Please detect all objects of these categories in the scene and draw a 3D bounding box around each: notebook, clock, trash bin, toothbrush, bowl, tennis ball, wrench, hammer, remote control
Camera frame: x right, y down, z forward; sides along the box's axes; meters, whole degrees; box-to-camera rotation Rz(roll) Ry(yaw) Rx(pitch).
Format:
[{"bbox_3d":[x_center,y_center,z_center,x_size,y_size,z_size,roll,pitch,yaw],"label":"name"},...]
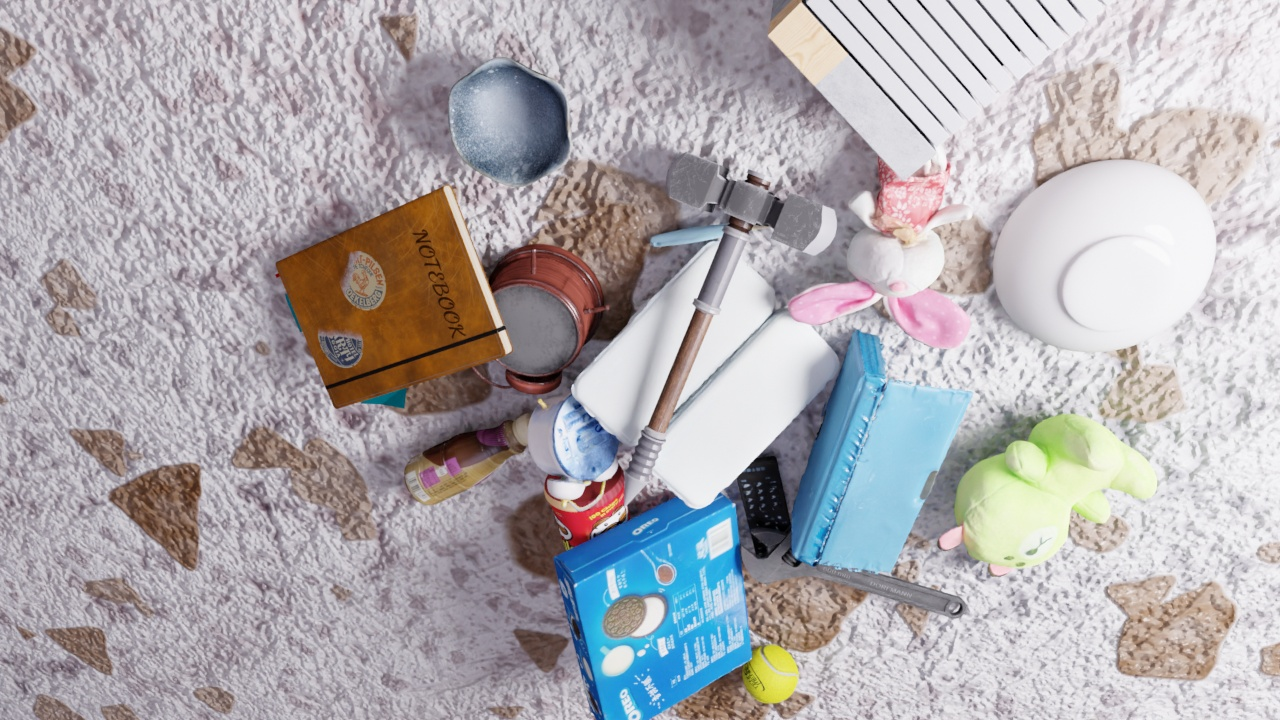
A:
[{"bbox_3d":[-0.247,-0.044,0.892,0.250,0.014,0.178,-16,98,30],"label":"notebook"},{"bbox_3d":[-0.108,-0.034,0.893,0.120,0.072,0.158,38,119,-12],"label":"clock"},{"bbox_3d":[0.230,-0.280,0.644,0.142,0.142,0.248,42,119,-15],"label":"trash bin"},{"bbox_3d":[0.080,-0.120,0.831,0.155,0.016,0.022,-7,138,23],"label":"toothbrush"},{"bbox_3d":[-0.108,-0.211,0.798,0.110,0.055,0.110,4,121,7],"label":"bowl"},{"bbox_3d":[0.154,0.372,1.090,0.065,0.065,0.065,5,121,7],"label":"tennis ball"},{"bbox_3d":[0.235,0.238,1.004,0.273,0.018,0.073,19,100,-10],"label":"wrench"},{"bbox_3d":[0.044,-0.013,0.816,0.156,0.043,0.322,25,103,15],"label":"hammer"},{"bbox_3d":[0.138,0.164,0.997,0.047,0.022,0.150,-8,120,14],"label":"remote control"},{"bbox_3d":[0.397,-0.076,0.779,0.177,0.066,0.177,5,121,8],"label":"bowl"},{"bbox_3d":[-0.063,0.088,0.906,0.052,0.088,0.125,-4,105,42],"label":"clock"}]

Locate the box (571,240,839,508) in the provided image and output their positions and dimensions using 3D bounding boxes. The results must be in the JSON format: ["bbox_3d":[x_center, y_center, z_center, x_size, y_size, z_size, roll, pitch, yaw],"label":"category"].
[{"bbox_3d":[0.065,0.016,0.867,0.209,0.045,0.191,-44,107,0],"label":"box"}]

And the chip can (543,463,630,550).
[{"bbox_3d":[-0.042,0.214,1.021,0.087,0.086,0.214,-4,120,13],"label":"chip can"}]

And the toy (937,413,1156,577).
[{"bbox_3d":[0.383,0.127,0.890,0.150,0.107,0.197,24,134,-32],"label":"toy"}]

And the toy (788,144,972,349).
[{"bbox_3d":[0.223,-0.102,0.787,0.159,0.084,0.195,13,123,6],"label":"toy"}]

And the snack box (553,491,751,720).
[{"bbox_3d":[0.021,0.275,0.999,0.195,0.056,0.239,-22,122,-23],"label":"snack box"}]

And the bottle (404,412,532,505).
[{"bbox_3d":[-0.178,0.103,0.994,0.166,0.059,0.059,-27,112,22],"label":"bottle"}]

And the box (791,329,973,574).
[{"bbox_3d":[0.230,0.097,0.900,0.111,0.094,0.232,12,120,0],"label":"box"}]
